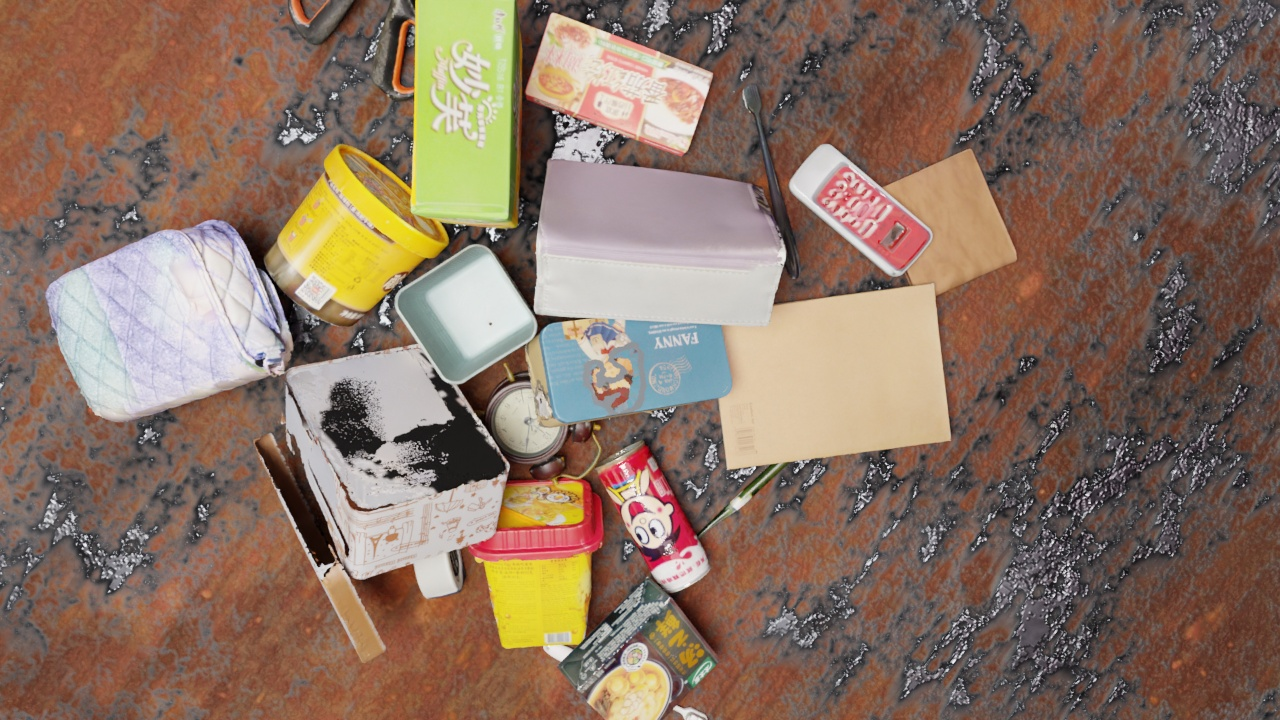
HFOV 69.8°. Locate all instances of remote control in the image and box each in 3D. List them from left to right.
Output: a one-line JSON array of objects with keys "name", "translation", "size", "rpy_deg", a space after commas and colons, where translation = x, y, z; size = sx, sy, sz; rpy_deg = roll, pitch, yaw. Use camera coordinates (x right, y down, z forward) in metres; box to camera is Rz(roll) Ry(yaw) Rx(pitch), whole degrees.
[{"name": "remote control", "translation": [0.200, -0.137, 0.836], "size": [0.136, 0.020, 0.056], "rpy_deg": [41, 97, -1]}]

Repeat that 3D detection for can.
[{"name": "can", "translation": [0.012, 0.143, 0.842], "size": [0.053, 0.053, 0.132], "rpy_deg": [-29, 91, 0]}]

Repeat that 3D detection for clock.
[{"name": "clock", "translation": [-0.091, 0.060, 0.830], "size": [0.122, 0.055, 0.082], "rpy_deg": [38, 92, -5]}]

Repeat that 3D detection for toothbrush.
[{"name": "toothbrush", "translation": [-0.014, 0.314, 0.887], "size": [0.180, 0.016, 0.016], "rpy_deg": [28, 92, -7]}, {"name": "toothbrush", "translation": [0.102, 0.131, 0.875], "size": [0.186, 0.012, 0.017], "rpy_deg": [-43, 104, 2]}, {"name": "toothbrush", "translation": [0.121, -0.162, 0.840], "size": [0.015, 0.018, 0.181], "rpy_deg": [-17, 100, -8]}]

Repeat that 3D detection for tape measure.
[{"name": "tape measure", "translation": [-0.184, 0.182, 0.834], "size": [0.033, 0.066, 0.066], "rpy_deg": [-13, 98, -1]}]

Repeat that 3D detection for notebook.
[{"name": "notebook", "translation": [0.175, 0.016, 0.853], "size": [0.211, 0.012, 0.149], "rpy_deg": [-8, 95, 3]}]

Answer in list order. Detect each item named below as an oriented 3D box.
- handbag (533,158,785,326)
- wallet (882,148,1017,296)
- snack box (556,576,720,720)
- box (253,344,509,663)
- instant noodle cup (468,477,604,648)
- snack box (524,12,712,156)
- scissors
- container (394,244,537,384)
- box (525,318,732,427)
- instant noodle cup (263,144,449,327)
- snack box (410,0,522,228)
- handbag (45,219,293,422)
[{"name": "handbag", "translation": [0.010, -0.100, 0.780], "size": [0.197, 0.144, 0.099], "rpy_deg": [4, 135, -5]}, {"name": "wallet", "translation": [0.283, -0.125, 0.854], "size": [0.101, 0.020, 0.115], "rpy_deg": [-23, 95, 0]}, {"name": "snack box", "translation": [0.004, 0.277, 0.831], "size": [0.113, 0.053, 0.126], "rpy_deg": [-42, 122, -12]}, {"name": "box", "translation": [-0.222, 0.124, 0.768], "size": [0.156, 0.183, 0.194], "rpy_deg": [-13, 135, -32]}, {"name": "instant noodle cup", "translation": [-0.090, 0.183, 0.824], "size": [0.116, 0.116, 0.124], "rpy_deg": [-3, 109, -3]}, {"name": "snack box", "translation": [-0.019, -0.243, 0.814], "size": [0.153, 0.025, 0.075], "rpy_deg": [19, 95, -6]}, {"name": "scissors", "translation": [-0.211, -0.322, 0.747], "size": [0.211, 0.021, 0.222], "rpy_deg": [6, 122, 12]}, {"name": "container", "translation": [-0.144, -0.043, 0.786], "size": [0.090, 0.111, 0.090], "rpy_deg": [-32, 99, 0]}, {"name": "box", "translation": [-0.005, 0.005, 0.801], "size": [0.184, 0.060, 0.089], "rpy_deg": [-11, 85, -22]}, {"name": "instant noodle cup", "translation": [-0.243, -0.100, 0.774], "size": [0.118, 0.118, 0.114], "rpy_deg": [44, 99, -8]}, {"name": "snack box", "translation": [-0.130, -0.186, 0.720], "size": [0.070, 0.210, 0.158], "rpy_deg": [2, 96, -6]}, {"name": "handbag", "translation": [-0.387, -0.030, 0.756], "size": [0.194, 0.075, 0.134], "rpy_deg": [-14, 100, 26]}]
